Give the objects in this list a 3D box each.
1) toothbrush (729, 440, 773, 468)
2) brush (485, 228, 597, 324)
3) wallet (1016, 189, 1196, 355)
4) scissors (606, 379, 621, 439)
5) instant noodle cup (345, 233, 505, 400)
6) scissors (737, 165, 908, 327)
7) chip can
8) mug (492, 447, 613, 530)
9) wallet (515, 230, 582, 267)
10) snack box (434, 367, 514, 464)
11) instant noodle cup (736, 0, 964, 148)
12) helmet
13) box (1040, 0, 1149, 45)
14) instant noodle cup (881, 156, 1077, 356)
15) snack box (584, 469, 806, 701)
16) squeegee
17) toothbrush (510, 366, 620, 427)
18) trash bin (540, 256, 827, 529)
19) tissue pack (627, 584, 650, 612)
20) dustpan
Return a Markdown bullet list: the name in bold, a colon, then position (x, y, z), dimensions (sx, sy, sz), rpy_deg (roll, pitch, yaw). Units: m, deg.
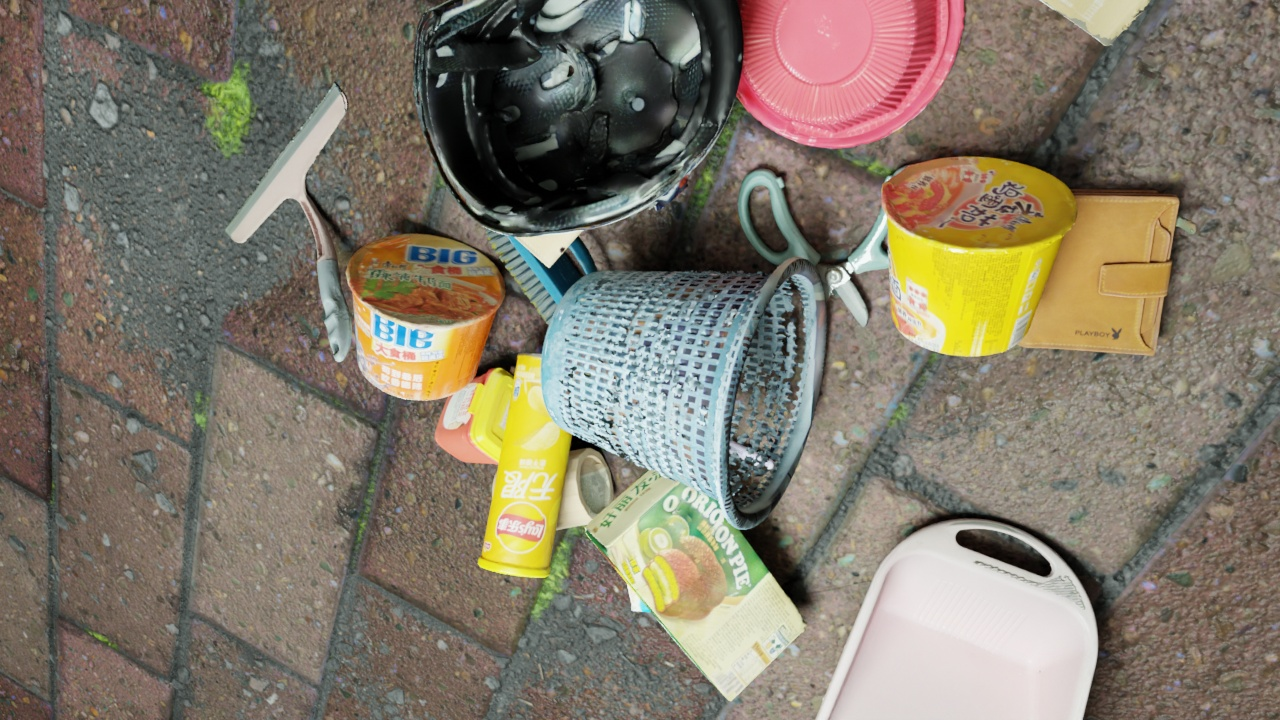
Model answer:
- **toothbrush**: position (0.047, 0.066, 0.925), dimensions (0.189, 0.021, 0.029), rpy_deg (24, 95, 10)
- **brush**: position (-0.083, -0.093, 0.879), dimensions (0.074, 0.055, 0.144), rpy_deg (-35, 94, 30)
- **wallet**: position (0.365, -0.070, 0.728), dimensions (0.119, 0.035, 0.131), rpy_deg (7, 116, 26)
- **scissors**: position (-0.017, -0.006, 0.908), dimensions (0.166, 0.012, 0.157), rpy_deg (-23, 98, 20)
- **instant noodle cup**: position (-0.217, -0.039, 0.914), dimensions (0.151, 0.151, 0.112), rpy_deg (25, 129, 9)
- **scissors**: position (0.158, -0.116, 0.795), dimensions (0.180, 0.019, 0.171), rpy_deg (33, 123, 3)
- **chip can**: position (-0.106, 0.103, 0.907), dimensions (0.072, 0.072, 0.213), rpy_deg (8, 84, 18)
- **mug**: position (-0.096, 0.121, 0.983), dimensions (0.104, 0.084, 0.124), rpy_deg (-13, 82, 25)
- **wallet**: position (-0.078, -0.156, 0.842), dimensions (0.087, 0.024, 0.115), rpy_deg (42, 93, 1)
- **snack box**: position (-0.165, 0.061, 0.963), dimensions (0.080, 0.091, 0.082), rpy_deg (-8, 143, 35)
- **instant noodle cup**: position (0.146, -0.255, 0.706), dimensions (0.194, 0.065, 0.194), rpy_deg (8, 116, 18)
- **helmet**: position (-0.036, -0.218, 0.743), dimensions (0.275, 0.156, 0.230), rpy_deg (-25, 90, 19)
- **box**: position (0.276, -0.283, 0.627), dimensions (0.184, 0.089, 0.059), rpy_deg (34, 121, 1)
- **instant noodle cup**: position (0.253, -0.078, 0.709), dimensions (0.138, 0.137, 0.110), rpy_deg (8, 132, 18)
- **snack box**: position (0.058, 0.216, 0.903), dimensions (0.114, 0.063, 0.240), rpy_deg (-41, 116, -11)
- **squeegee**: position (-0.332, -0.106, 0.949), dimensions (0.248, 0.040, 0.249), rpy_deg (-36, 66, 31)
- **toothbrush**: position (-0.054, 0.045, 0.960), dimensions (0.187, 0.016, 0.017), rpy_deg (26, 92, 11)
- **trash bin**: position (0.032, 0.009, 0.791), dimensions (0.195, 0.225, 0.227), rpy_deg (14, 119, 27)
- **tissue pack**: position (0.028, 0.210, 0.976), dimensions (0.090, 0.063, 0.140), rpy_deg (-2, 113, 21)
- **dustpan**: position (0.288, 0.290, 0.831), dimensions (0.222, 0.272, 0.139), rpy_deg (18, 144, 10)
